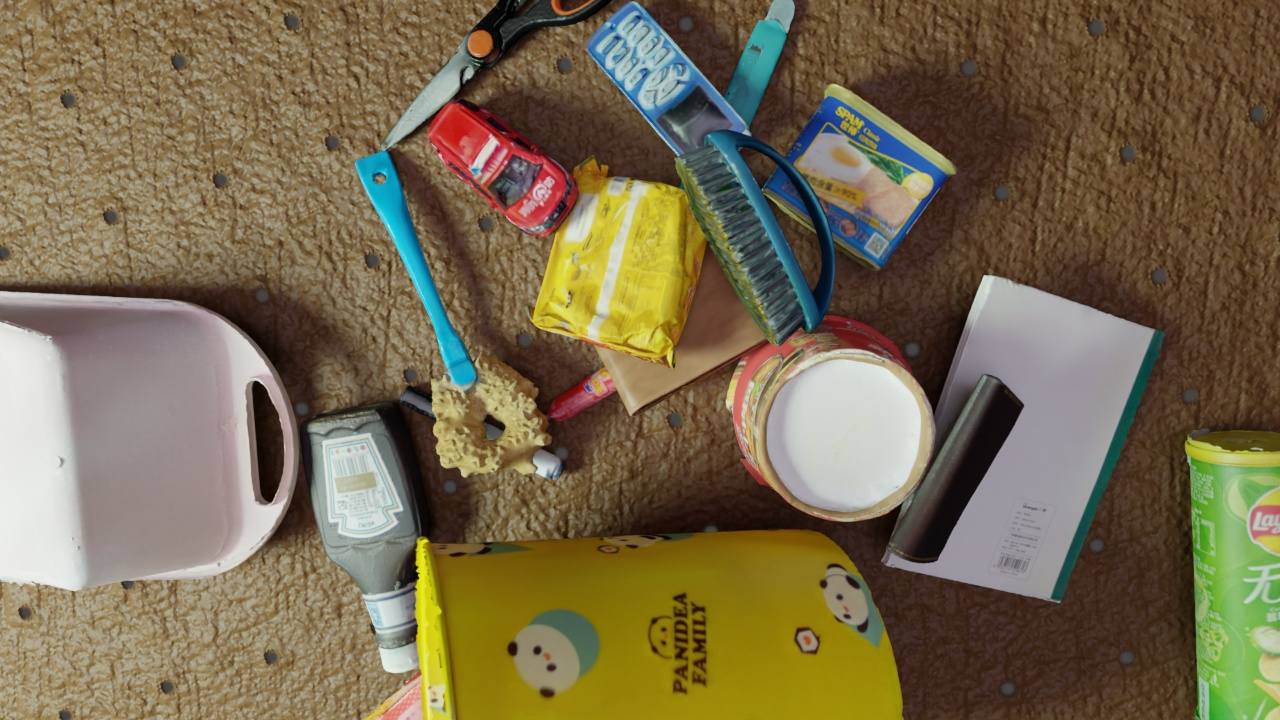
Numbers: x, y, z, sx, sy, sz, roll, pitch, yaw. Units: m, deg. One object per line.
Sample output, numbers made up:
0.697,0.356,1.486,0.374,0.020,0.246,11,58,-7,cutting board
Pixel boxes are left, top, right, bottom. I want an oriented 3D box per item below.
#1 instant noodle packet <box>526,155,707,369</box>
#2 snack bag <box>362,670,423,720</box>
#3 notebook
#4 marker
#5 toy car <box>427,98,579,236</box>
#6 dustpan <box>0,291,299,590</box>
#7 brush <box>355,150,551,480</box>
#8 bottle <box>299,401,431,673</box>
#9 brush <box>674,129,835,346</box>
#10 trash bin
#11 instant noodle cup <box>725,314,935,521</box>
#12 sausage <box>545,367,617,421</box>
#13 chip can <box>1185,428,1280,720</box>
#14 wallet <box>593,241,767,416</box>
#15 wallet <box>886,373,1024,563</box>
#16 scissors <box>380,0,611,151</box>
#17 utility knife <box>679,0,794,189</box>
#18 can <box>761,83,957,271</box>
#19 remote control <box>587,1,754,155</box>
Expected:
-0.009,-0.068,0.621,0.111,0.044,0.128,16,80,11,instant noodle packet
-0.114,0.261,0.675,0.208,0.073,0.128,-38,101,1,snack bag
0.266,0.060,0.635,0.150,0.012,0.209,15,98,-16,notebook
-0.116,0.053,0.670,0.131,0.022,0.018,26,91,1,marker
-0.095,-0.131,0.620,0.120,0.045,0.053,39,99,19,toy car
-0.387,0.061,0.675,0.274,0.138,0.222,7,101,37,dustpan
-0.140,-0.031,0.646,0.083,0.046,0.254,-24,88,-8,brush
-0.192,0.131,0.672,0.080,0.044,0.195,-10,97,8,bottle
0.081,-0.082,0.581,0.073,0.055,0.144,-30,108,0,brush
0.000,0.208,0.563,0.255,0.230,0.229,-4,97,-17,trash bin
0.130,0.040,0.611,0.138,0.108,0.138,0,96,2,instant noodle cup
-0.004,0.004,0.659,0.156,0.020,0.020,-30,94,6,sausage
0.418,0.160,0.628,0.072,0.072,0.221,-5,97,3,chip can
0.020,-0.031,0.640,0.115,0.020,0.101,-28,76,3,wallet
0.202,0.072,0.580,0.020,0.096,0.122,31,95,31,wallet
-0.108,-0.237,0.639,0.235,0.021,0.125,-23,85,10,scissors
0.065,-0.174,0.637,0.029,0.013,0.171,25,97,4,utility knife
0.144,-0.121,0.618,0.102,0.057,0.083,35,100,-1,can
0.019,-0.184,0.627,0.049,0.024,0.125,-41,86,10,remote control
